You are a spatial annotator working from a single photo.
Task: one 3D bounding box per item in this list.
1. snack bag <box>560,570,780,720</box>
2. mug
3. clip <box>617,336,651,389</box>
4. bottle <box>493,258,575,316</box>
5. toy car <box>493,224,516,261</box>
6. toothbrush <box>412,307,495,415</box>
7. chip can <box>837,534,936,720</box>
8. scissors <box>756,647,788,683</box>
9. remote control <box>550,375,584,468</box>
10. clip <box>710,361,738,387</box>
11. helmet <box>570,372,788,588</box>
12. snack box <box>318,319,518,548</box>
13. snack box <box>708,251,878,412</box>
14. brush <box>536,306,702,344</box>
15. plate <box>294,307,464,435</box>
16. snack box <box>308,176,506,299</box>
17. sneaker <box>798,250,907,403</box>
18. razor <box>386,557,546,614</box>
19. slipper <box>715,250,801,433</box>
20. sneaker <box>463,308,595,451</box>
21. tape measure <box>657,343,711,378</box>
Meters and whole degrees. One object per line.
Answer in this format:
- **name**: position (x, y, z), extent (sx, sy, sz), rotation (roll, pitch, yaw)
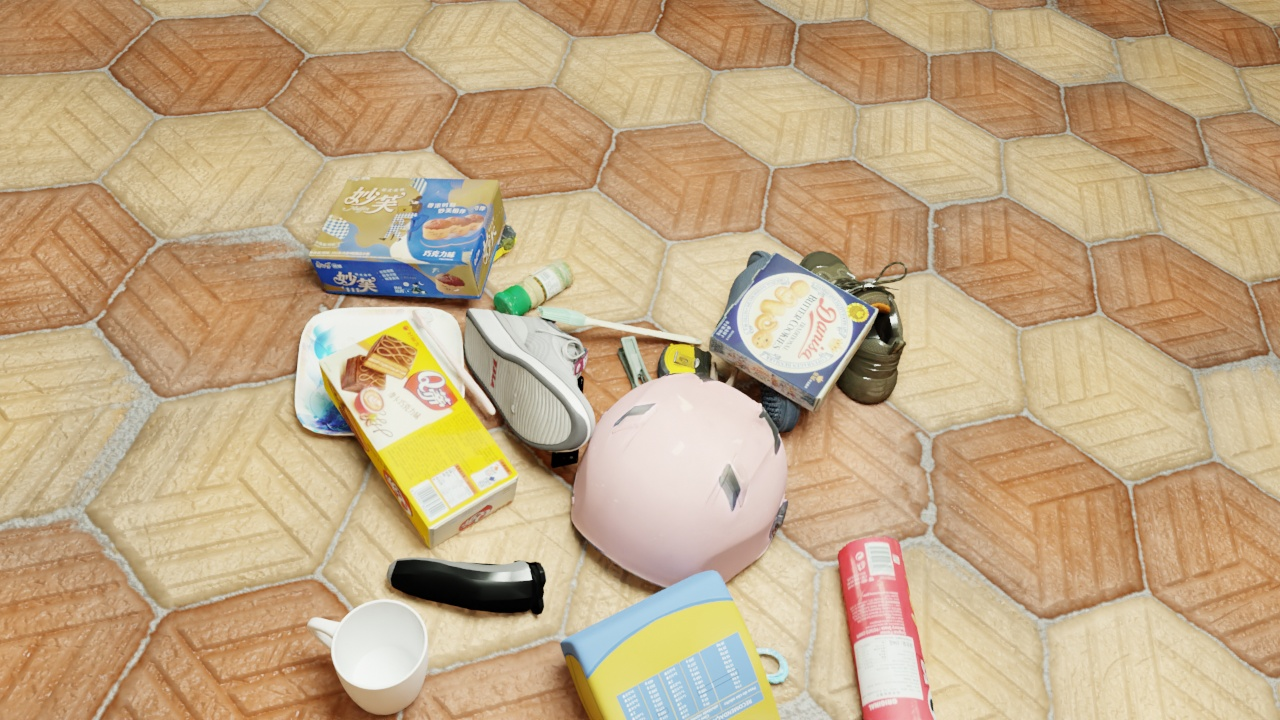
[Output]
- **snack bag**: position (0.039, 0.318, 0.836), extent (0.158, 0.102, 0.205), rotation (-22, 79, -19)
- **mug**: position (-0.247, 0.266, 0.830), extent (0.114, 0.088, 0.080), rotation (20, 51, 6)
- **clip**: position (-0.008, 0.012, 1.128), extent (0.023, 0.049, 0.078), rotation (-13, 71, -18)
- **bottle**: position (-0.135, -0.091, 1.171), extent (0.043, 0.043, 0.110), rotation (40, 55, 21)
- **toy car**: position (-0.208, -0.144, 1.206), extent (0.106, 0.030, 0.049), rotation (-39, 59, -24)
- **toothbrush**: position (-0.217, -0.001, 1.077), extent (0.018, 0.016, 0.181), rotation (-23, 58, -33)
- **chip can**: position (0.244, 0.291, 0.908), extent (0.073, 0.073, 0.232), rotation (5, 50, -6)
- **scissors**: position (0.073, 0.313, 0.899), extent (0.140, 0.013, 0.114), rotation (16, 54, 2)
- **remote control**: position (-0.083, 0.068, 1.050), extent (0.030, 0.009, 0.139), rotation (-13, 39, 11)
- **clip**: position (0.092, 0.029, 1.111), extent (0.039, 0.024, 0.060), rotation (27, 86, 15)
- **helmet**: position (0.051, 0.106, 0.981), extent (0.230, 0.153, 0.254), rotation (33, 47, 21)
- **snack box**: position (-0.238, 0.074, 0.985), extent (0.109, 0.062, 0.230), rotation (-30, 69, -26)
- **snack box**: position (0.177, -0.035, 1.064), extent (0.145, 0.043, 0.144), rotation (31, 66, 16)
- **brush**: position (-0.021, -0.041, 1.133), extent (0.217, 0.012, 0.033), rotation (10, 15, -22)
- **plate**: position (-0.302, 0.013, 1.073), extent (0.187, 0.016, 0.186), rotation (-2, 52, -12)
- **snack box**: position (-0.287, -0.157, 1.156), extent (0.203, 0.069, 0.154), rotation (3, 49, 8)
- **sneaker**: position (0.266, -0.076, 1.163), extent (0.101, 0.143, 0.237), rotation (-8, 53, -16)
- **razor**: position (-0.173, 0.220, 0.908), extent (0.156, 0.057, 0.060), rotation (3, 19, -8)
- **slipper**: position (0.138, -0.031, 1.134), extent (0.082, 0.101, 0.263), rotation (1, 55, -10)
- **sneaker**: position (-0.101, 0.015, 1.045), extent (0.128, 0.097, 0.263), rotation (-10, 33, -30)
- **tape measure**: position (0.053, 0.010, 1.124), extent (0.064, 0.037, 0.065), rotation (13, 50, 0)
